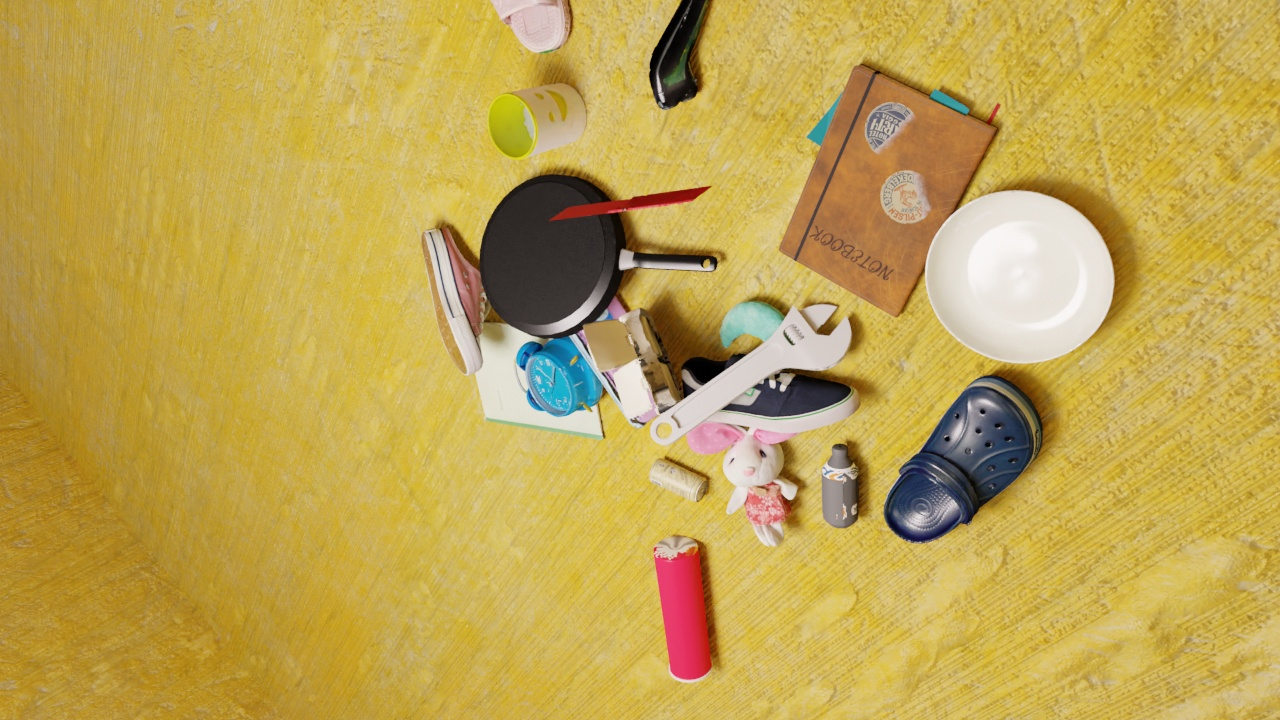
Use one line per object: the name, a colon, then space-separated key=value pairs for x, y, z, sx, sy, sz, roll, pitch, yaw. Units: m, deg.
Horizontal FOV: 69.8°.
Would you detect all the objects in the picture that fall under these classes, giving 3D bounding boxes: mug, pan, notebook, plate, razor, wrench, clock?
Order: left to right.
notebook: x=-0.171 y=0.029 z=1.445 sx=0.253 sy=0.010 sz=0.182 roll=6 pitch=115 yaw=35
mug: x=-0.133 y=-0.310 z=1.183 sx=0.083 sy=0.105 sz=0.083 roll=17 pitch=121 yaw=30
clock: x=-0.128 y=0.026 z=1.360 sx=0.162 sy=0.060 sz=0.117 roll=3 pitch=116 yaw=44
pan: x=-0.067 y=-0.137 z=1.219 sx=0.357 sy=0.034 sz=0.225 roll=6 pitch=90 yaw=27
razor: x=0.053 y=-0.364 z=1.061 sx=0.067 sy=0.053 sz=0.152 roll=22 pitch=120 yaw=-6
wrench: x=0.132 y=0.026 z=1.104 sx=0.273 sy=0.018 sz=0.086 roll=-37 pitch=71 yaw=7
notebook: x=0.257 y=-0.192 z=1.004 sx=0.178 sy=0.014 sz=0.250 roll=34 pitch=128 yaw=20
plate: x=0.388 y=-0.087 z=0.942 sx=0.182 sy=0.034 sz=0.182 roll=17 pitch=121 yaw=31

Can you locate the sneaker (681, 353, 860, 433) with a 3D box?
sneaker: x=0.153 y=0.032 z=1.139 sx=0.236 sy=0.084 sz=0.079 roll=2 pitch=122 yaw=33

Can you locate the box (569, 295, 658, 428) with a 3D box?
box: x=-0.040 y=-0.006 z=1.286 sx=0.096 sy=0.077 sz=0.214 roll=-36 pitch=88 yaw=44

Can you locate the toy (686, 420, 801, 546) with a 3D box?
toy: x=0.152 y=0.151 z=1.211 sx=0.159 sy=0.084 sz=0.194 roll=-9 pitch=107 yaw=11

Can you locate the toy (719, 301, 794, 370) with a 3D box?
toy: x=0.149 y=-0.037 z=1.154 sx=0.105 sy=0.033 sz=0.085 roll=22 pitch=133 yaw=24

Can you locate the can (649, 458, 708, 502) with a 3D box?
can: x=0.055 y=0.173 z=1.324 sx=0.079 sy=0.038 sz=0.038 roll=22 pitch=124 yaw=28

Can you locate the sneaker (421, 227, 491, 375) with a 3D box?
sneaker: x=-0.269 y=-0.096 z=1.409 sx=0.118 sy=0.087 sz=0.241 roll=136 pitch=119 yaw=-64

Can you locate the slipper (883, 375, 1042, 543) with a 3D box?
slipper: x=0.356 y=0.131 z=1.038 sx=0.105 sy=0.095 sz=0.254 roll=40 pitch=134 yaw=18

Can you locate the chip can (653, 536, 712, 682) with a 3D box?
chip can: x=0.066 y=0.379 z=1.398 sx=0.069 sy=0.069 sz=0.221 roll=8 pitch=116 yaw=35

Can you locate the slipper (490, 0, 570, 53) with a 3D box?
slipper: x=-0.163 y=-0.500 z=1.142 sx=0.094 sy=0.064 sz=0.239 roll=-7 pitch=106 yaw=39

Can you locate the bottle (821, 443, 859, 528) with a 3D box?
bottle: x=0.252 y=0.158 z=1.159 sx=0.047 sy=0.046 sz=0.112 roll=10 pitch=117 yaw=34

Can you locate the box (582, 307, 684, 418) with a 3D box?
box: x=-0.008 y=0.007 z=1.173 sx=0.069 sy=0.191 sz=0.143 roll=-23 pitch=82 yaw=9
